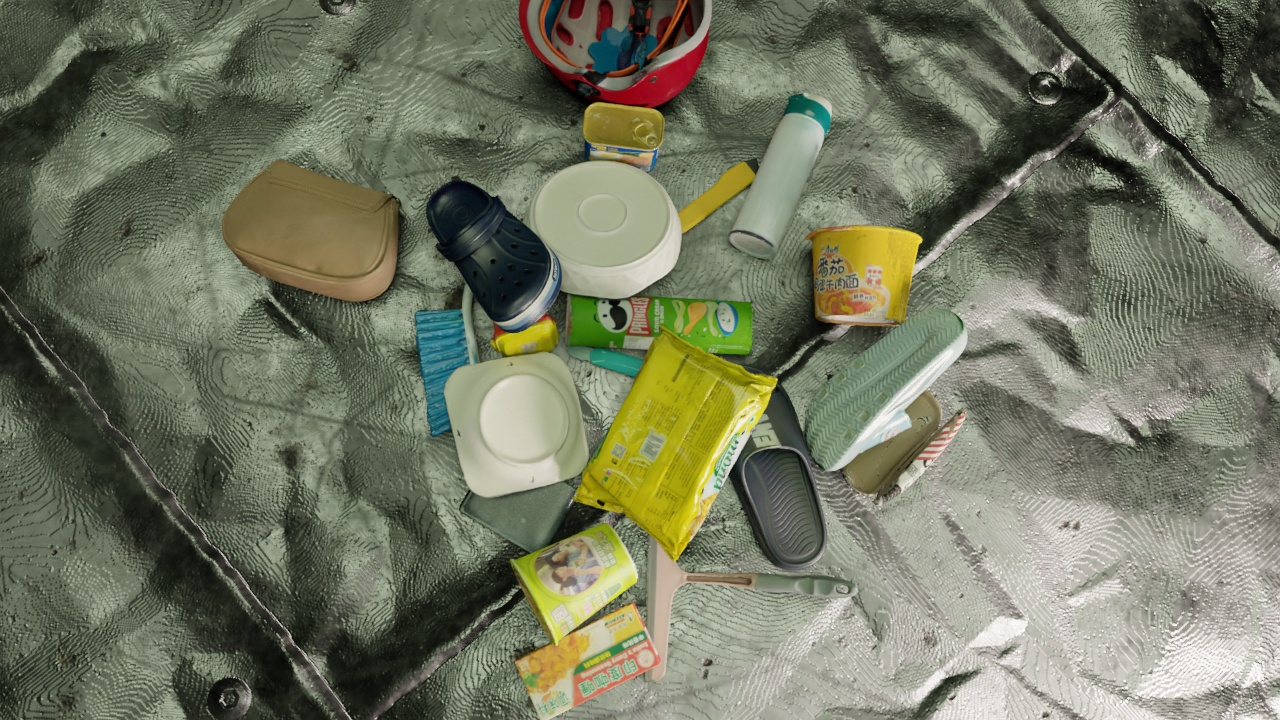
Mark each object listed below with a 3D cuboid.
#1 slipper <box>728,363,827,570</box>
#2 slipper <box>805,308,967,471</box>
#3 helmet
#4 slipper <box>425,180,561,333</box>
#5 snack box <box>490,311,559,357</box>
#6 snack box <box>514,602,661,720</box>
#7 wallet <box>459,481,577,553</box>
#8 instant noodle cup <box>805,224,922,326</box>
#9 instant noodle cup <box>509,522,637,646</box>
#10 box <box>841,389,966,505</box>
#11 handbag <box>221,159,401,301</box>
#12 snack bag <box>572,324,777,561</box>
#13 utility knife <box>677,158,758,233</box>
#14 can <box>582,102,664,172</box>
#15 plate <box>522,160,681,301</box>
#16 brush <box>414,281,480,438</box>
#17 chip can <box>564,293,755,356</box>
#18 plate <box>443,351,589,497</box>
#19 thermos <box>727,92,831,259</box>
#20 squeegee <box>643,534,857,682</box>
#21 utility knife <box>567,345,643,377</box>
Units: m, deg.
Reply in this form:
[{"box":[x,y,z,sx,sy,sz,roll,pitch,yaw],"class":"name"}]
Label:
[{"box":[0.164,0.125,1.121,0.110,0.083,0.268,-18,82,-9],"class":"slipper"},{"box":[0.302,0.038,1.127,0.246,0.104,0.074,-45,128,13],"class":"slipper"},{"box":[-0.024,-0.415,1.183,0.240,0.144,0.206,10,75,13],"class":"helmet"},{"box":[-0.182,-0.141,1.080,0.105,0.095,0.252,-40,55,1],"class":"slipper"},{"box":[-0.149,-0.051,1.132,0.082,0.091,0.080,-18,74,-4],"class":"snack box"},{"box":[-0.062,0.355,1.084,0.156,0.027,0.077,-26,82,-2],"class":"snack box"},{"box":[-0.149,0.172,1.126,0.121,0.019,0.097,30,80,4],"class":"wallet"},{"box":[0.277,-0.102,1.150,0.138,0.138,0.109,5,88,-3],"class":"instant noodle cup"},{"box":[-0.073,0.253,1.074,0.123,0.112,0.111,-27,82,-16],"class":"instant noodle cup"},{"box":[0.324,0.104,1.140,0.086,0.076,0.162,40,80,16],"class":"box"},{"box":[-0.398,-0.157,1.135,0.204,0.100,0.147,18,71,0],"class":"handbag"},{"box":[0.034,0.092,1.079,0.158,0.068,0.246,29,97,14],"class":"snack bag"},{"box":[0.079,-0.204,1.210,0.201,0.015,0.033,-37,84,-10],"class":"utility knife"},{"box":[-0.024,-0.285,1.185,0.102,0.083,0.057,6,80,-3],"class":"can"},{"box":[-0.047,-0.172,1.149,0.205,0.046,0.204,1,58,-2],"class":"plate"},{"box":[-0.231,-0.064,1.151,0.109,0.061,0.314,-8,78,-11],"class":"brush"},{"box":[0.024,-0.046,1.149,0.236,0.072,0.072,3,79,-3],"class":"chip can"},{"box":[-0.143,0.073,1.102,0.164,0.034,0.163,-12,84,-25],"class":"plate"},{"box":[0.189,-0.245,1.201,0.073,0.073,0.224,24,78,1],"class":"thermos"},{"box":[0.132,0.266,1.102,0.250,0.040,0.247,1,83,12],"class":"squeegee"},{"box":[-0.007,0.007,1.167,0.182,0.013,0.029,16,75,-2],"class":"utility knife"}]
